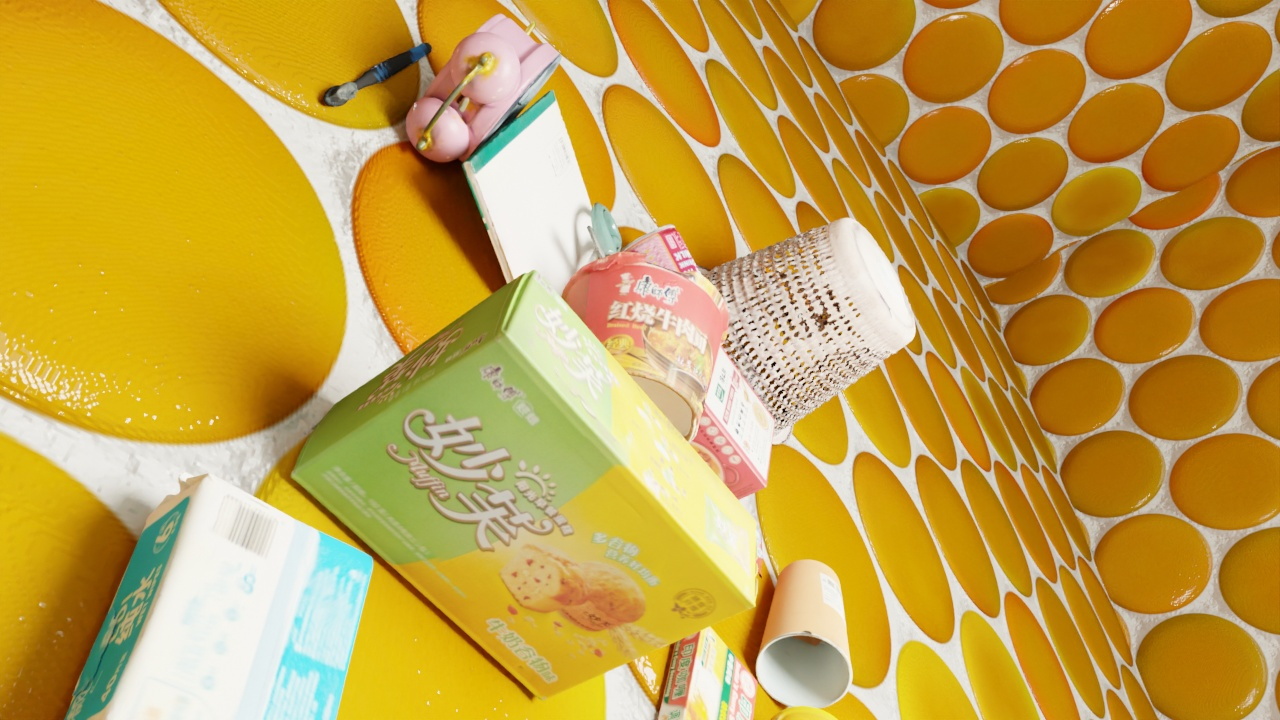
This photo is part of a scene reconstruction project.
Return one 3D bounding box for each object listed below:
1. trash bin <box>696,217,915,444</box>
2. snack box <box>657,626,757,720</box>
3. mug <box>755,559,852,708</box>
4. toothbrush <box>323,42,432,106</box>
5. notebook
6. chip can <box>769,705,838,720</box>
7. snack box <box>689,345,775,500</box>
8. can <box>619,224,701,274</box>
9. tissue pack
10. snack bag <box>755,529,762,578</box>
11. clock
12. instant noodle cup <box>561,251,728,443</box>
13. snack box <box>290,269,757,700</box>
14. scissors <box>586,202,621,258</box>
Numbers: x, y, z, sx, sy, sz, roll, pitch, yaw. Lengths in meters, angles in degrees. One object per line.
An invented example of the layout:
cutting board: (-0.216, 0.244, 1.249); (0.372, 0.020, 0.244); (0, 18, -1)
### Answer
trash bin: (0.182, -0.047, 1.008); (0.227, 0.193, 0.227); (41, 33, -34)
snack box: (0.044, 0.265, 0.641); (0.077, 0.027, 0.155); (52, 28, -19)
mug: (0.146, 0.232, 0.804); (0.078, 0.078, 0.122); (54, 23, -12)
toothbrush: (-0.198, -0.227, 0.717); (0.014, 0.016, 0.189); (59, 25, -21)
notebook: (-0.081, -0.129, 0.769); (0.208, 0.012, 0.150); (-67, 144, -58)
chip can: (0.104, 0.316, 0.609); (0.072, 0.072, 0.213); (60, 16, -2)
snack box: (0.076, 0.052, 0.888); (0.127, 0.044, 0.113); (52, 28, -18)
can: (0.026, -0.077, 0.903); (0.094, 0.067, 0.066); (62, 27, 3)
tissue pack: (-0.169, 0.119, 0.373); (0.090, 0.063, 0.139); (39, 32, -33)
snack bag: (0.080, 0.153, 0.815); (0.104, 0.026, 0.048); (40, 27, -34)
clock: (-0.126, -0.210, 0.717); (0.060, 0.117, 0.158); (42, 28, -13)
instant noodle cup: (-0.004, 0.004, 0.711); (0.138, 0.138, 0.108); (42, 41, -33)
snack box: (-0.056, 0.078, 0.504); (0.210, 0.158, 0.069); (49, 25, -21)
scissors: (-0.015, -0.059, 0.822); (0.170, 0.019, 0.179); (-94, 165, -67)
